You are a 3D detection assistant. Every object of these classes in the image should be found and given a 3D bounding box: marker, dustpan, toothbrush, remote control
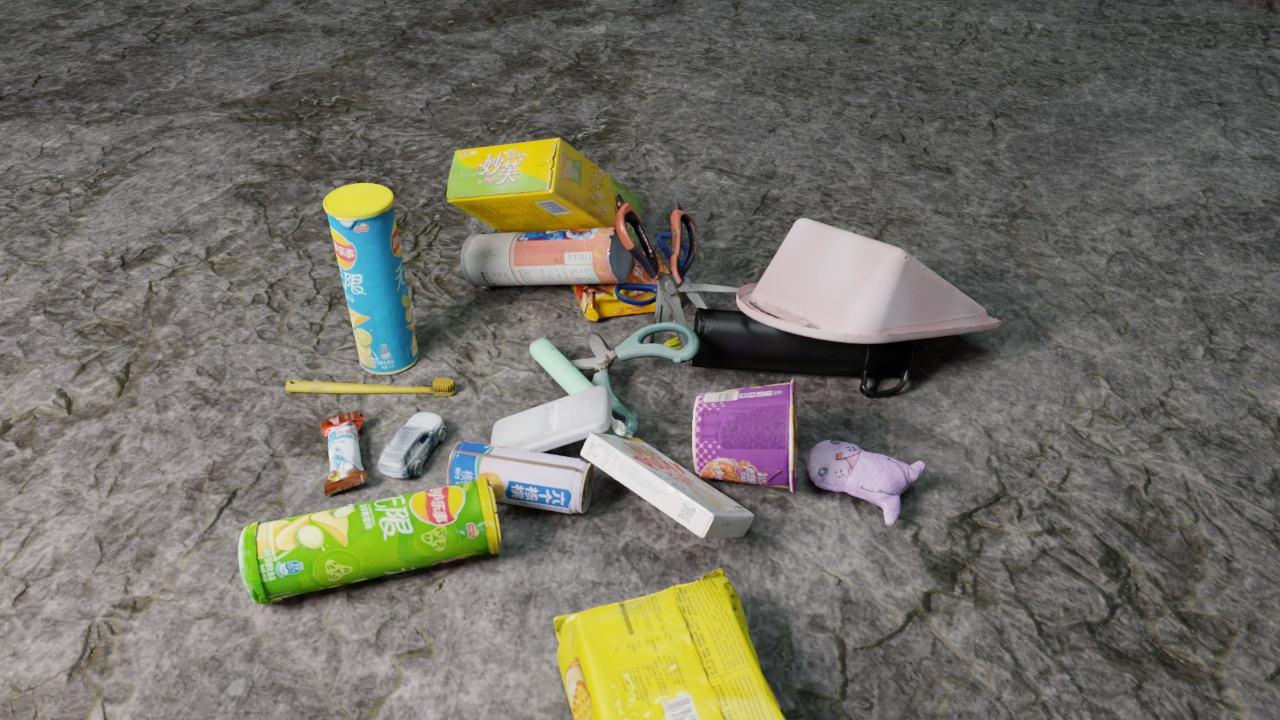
[{"bbox_3d":[0.079,-0.035,1.110,0.123,0.015,0.018,-23,48,-29],"label":"marker"},{"bbox_3d":[0.247,-0.060,1.063,0.273,0.139,0.223,26,3,-37],"label":"dustpan"},{"bbox_3d":[-0.301,0.028,1.026,0.190,0.017,0.015,1,38,1],"label":"toothbrush"},{"bbox_3d":[-0.091,0.067,0.931,0.136,0.020,0.055,-19,42,17],"label":"remote control"},{"bbox_3d":[-0.067,0.028,0.990,0.027,0.026,0.224,26,8,-37],"label":"toothbrush"}]

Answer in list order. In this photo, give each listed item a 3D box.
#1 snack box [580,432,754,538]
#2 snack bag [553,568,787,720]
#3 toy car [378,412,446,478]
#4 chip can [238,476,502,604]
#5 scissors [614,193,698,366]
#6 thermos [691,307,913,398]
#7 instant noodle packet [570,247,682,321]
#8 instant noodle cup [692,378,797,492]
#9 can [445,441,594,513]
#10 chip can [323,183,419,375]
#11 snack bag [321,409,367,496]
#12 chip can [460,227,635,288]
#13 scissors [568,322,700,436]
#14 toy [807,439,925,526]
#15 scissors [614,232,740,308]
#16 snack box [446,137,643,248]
[{"bbox_3d":[0.025,0.118,0.871,0.157,0.027,0.084,31,9,33],"label":"snack box"},{"bbox_3d":[0.033,0.269,0.681,0.158,0.068,0.246,-11,40,-13],"label":"snack bag"},{"bbox_3d":[-0.235,0.084,0.943,0.043,0.034,0.090,9,37,16],"label":"toy car"},{"bbox_3d":[-0.237,0.159,0.815,0.221,0.073,0.072,-10,39,-13],"label":"chip can"},{"bbox_3d":[0.028,-0.105,1.089,0.015,0.226,0.188,-25,10,45],"label":"scissors"},{"bbox_3d":[0.181,-0.009,1.035,0.242,0.069,0.089,5,59,0],"label":"thermos"},{"bbox_3d":[-0.021,-0.100,1.171,0.128,0.044,0.110,-11,44,-15],"label":"instant noodle packet"},{"bbox_3d":[0.105,0.075,0.906,0.099,0.112,0.111,-2,37,12],"label":"instant noodle cup"},{"bbox_3d":[-0.115,0.114,0.888,0.135,0.053,0.053,8,39,9],"label":"can"},{"bbox_3d":[-0.293,-0.086,1.014,0.071,0.211,0.071,0,38,0],"label":"chip can"},{"bbox_3d":[-0.303,0.093,0.937,0.048,0.026,0.104,-18,40,-3],"label":"snack bag"},{"bbox_3d":[-0.116,-0.127,1.136,0.215,0.071,0.071,1,35,27],"label":"chip can"},{"bbox_3d":[-0.006,0.006,1.002,0.181,0.019,0.170,-32,43,8],"label":"scissors"},{"bbox_3d":[0.214,0.114,0.902,0.108,0.039,0.083,21,51,23],"label":"toy"},{"bbox_3d":[0.048,-0.093,1.135,0.162,0.012,0.173,-16,58,-22],"label":"scissors"},{"bbox_3d":[-0.114,-0.198,1.146,0.158,0.210,0.070,1,79,30],"label":"snack box"}]
